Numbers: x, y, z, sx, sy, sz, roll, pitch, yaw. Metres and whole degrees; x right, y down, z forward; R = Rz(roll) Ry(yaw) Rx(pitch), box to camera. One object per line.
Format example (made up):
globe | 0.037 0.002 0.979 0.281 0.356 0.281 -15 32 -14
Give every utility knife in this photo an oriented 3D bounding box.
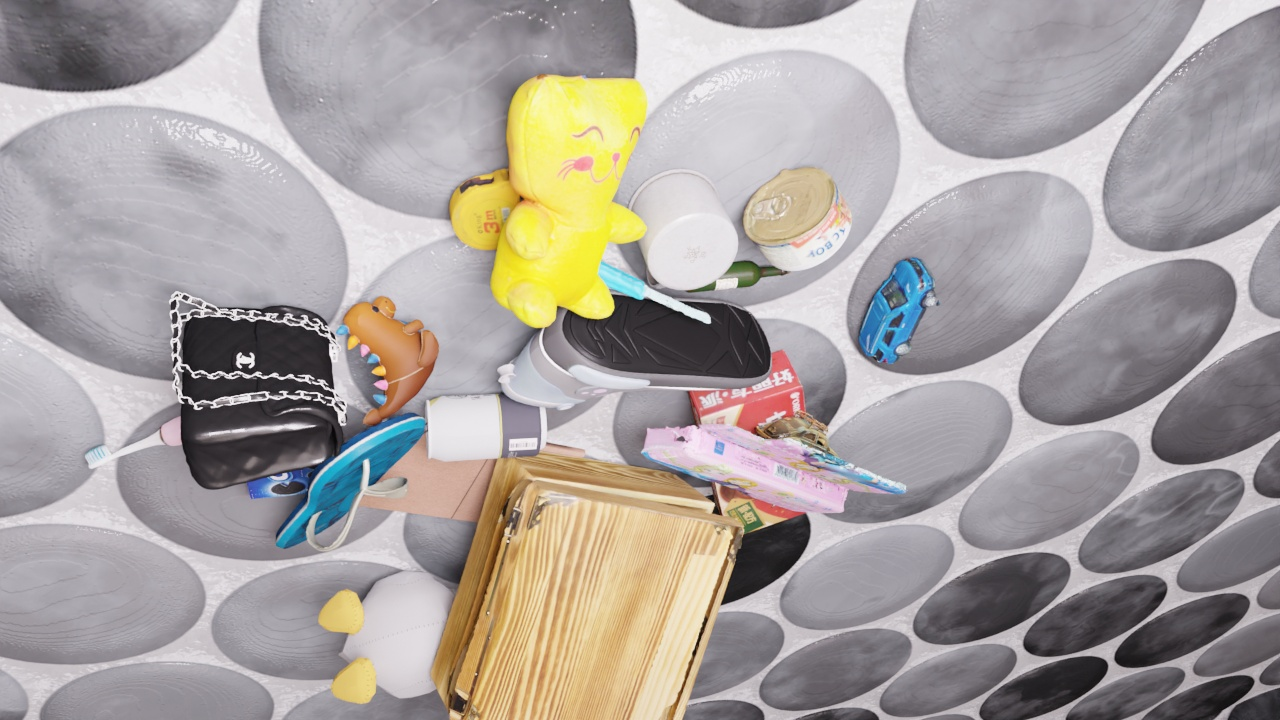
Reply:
utility knife | -0.015 -0.066 0.808 0.169 0.015 0.022 26 121 -5

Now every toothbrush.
toothbrush | -0.409 0.058 0.849 0.222 0.027 0.026 -19 94 2

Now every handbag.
handbag | -0.307 0.009 0.747 0.125 0.153 0.115 -6 132 -19

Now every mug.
mug | 0.032 -0.101 0.798 0.084 0.070 0.113 4 130 -21

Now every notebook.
notebook | -0.183 0.126 1.000 0.209 0.008 0.142 14 128 -29

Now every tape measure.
tape measure | -0.127 -0.121 0.756 0.059 0.030 0.068 -11 133 -7

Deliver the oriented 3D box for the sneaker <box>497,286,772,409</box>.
sneaker | -0.004 0.005 0.892 0.256 0.093 0.161 4 156 -38

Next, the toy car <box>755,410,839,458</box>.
toy car | 0.172 0.082 0.953 0.112 0.047 0.047 26 100 -33

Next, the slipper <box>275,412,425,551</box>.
slipper | -0.271 0.131 0.877 0.118 0.060 0.296 -34 175 -44

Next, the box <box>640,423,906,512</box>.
box | 0.136 0.110 0.916 0.230 0.035 0.160 24 159 -32

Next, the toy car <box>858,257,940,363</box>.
toy car | 0.260 -0.048 0.931 0.043 0.056 0.120 0 135 -16

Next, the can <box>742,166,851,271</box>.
can | 0.136 -0.123 0.797 0.086 0.086 0.043 -32 135 15

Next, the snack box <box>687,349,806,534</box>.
snack box | 0.129 0.101 1.034 0.113 0.060 0.237 -18 136 -2

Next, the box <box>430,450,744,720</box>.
box | -0.065 0.254 0.962 0.247 0.176 0.279 13 101 -30

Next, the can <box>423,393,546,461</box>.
can | -0.160 0.065 0.906 0.127 0.064 0.064 -2 134 -16

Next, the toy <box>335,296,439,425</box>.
toy | -0.229 0.000 0.798 0.071 0.102 0.090 -9 135 49

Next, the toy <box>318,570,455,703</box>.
toy | -0.250 0.317 1.087 0.247 0.140 0.267 -25 163 32

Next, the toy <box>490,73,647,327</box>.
toy | -0.059 -0.126 0.716 0.134 0.087 0.194 -19 127 -47

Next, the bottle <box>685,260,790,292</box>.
bottle | 0.091 -0.081 0.867 0.106 0.025 0.025 -7 135 -11

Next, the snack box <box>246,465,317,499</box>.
snack box | -0.338 0.087 0.876 0.082 0.027 0.151 -5 147 -18
